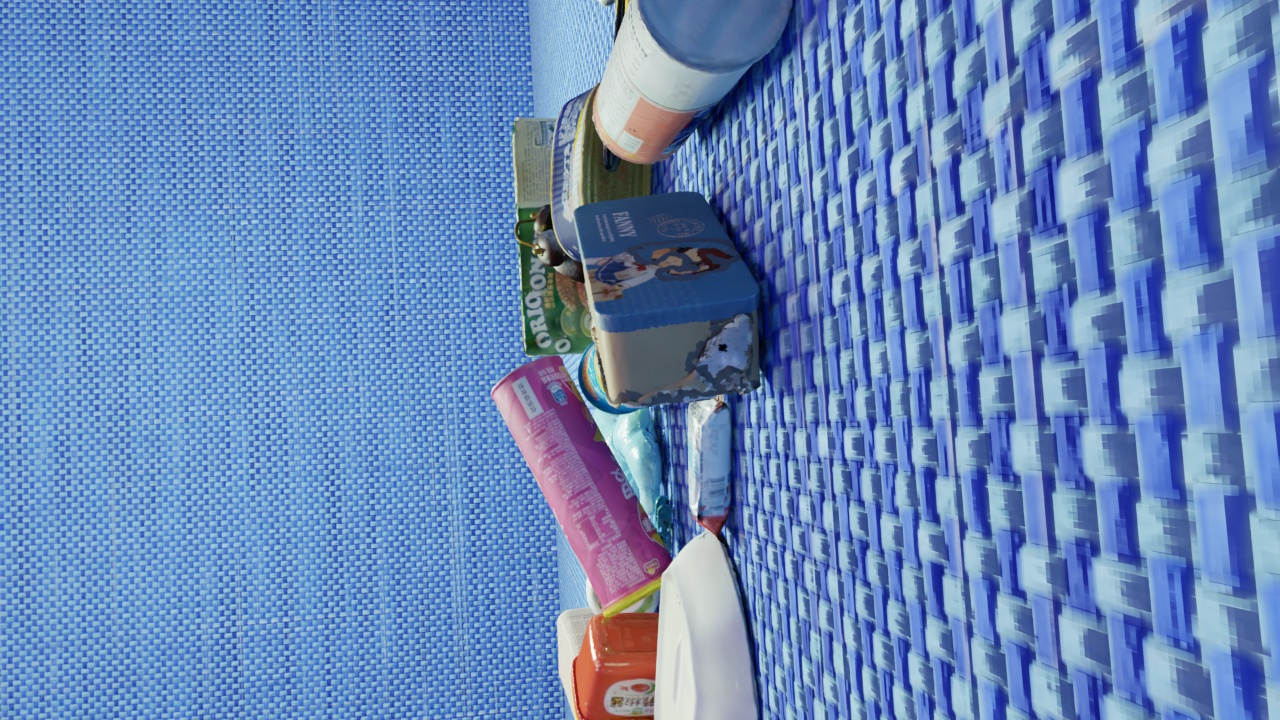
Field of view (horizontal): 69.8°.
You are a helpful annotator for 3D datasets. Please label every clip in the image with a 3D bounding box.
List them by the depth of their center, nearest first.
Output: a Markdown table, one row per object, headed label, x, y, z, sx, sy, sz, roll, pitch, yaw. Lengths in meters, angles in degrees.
| label | x | y | z | sx | sy | sz | roll | pitch | yaw |
| --- | --- | --- | --- | --- | --- | --- | --- | --- | --- |
| clip | 0.019 | 0.142 | 0.784 | 0.042 | 0.014 | 0.056 | -114 | 23 | -65 |

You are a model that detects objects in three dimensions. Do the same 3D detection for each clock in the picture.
| label | x | y | z | sx | sy | sz | roll | pitch | yaw |
| --- | --- | --- | --- | --- | --- | --- | --- | --- | --- |
| clock | -0.058 | -0.115 | 0.864 | 0.082 | 0.122 | 0.055 | -102 | 25 | -50 |

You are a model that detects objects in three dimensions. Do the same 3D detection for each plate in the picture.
| label | x | y | z | sx | sy | sz | roll | pitch | yaw |
| --- | --- | --- | --- | --- | --- | --- | --- | --- | --- |
| plate | 0.037 | 0.241 | 0.627 | 0.161 | 0.034 | 0.266 | -107 | 17 | -59 |

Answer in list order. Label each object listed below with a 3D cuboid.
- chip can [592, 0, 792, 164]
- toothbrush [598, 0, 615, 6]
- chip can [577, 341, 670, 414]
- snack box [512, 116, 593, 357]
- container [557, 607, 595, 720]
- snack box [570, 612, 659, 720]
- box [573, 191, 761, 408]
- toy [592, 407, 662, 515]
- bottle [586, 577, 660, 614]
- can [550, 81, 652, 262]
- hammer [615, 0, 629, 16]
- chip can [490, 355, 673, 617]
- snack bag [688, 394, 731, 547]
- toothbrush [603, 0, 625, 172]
| label | x | y | z | sx | sy | sz | roll | pitch | yaw |
| --- | --- | --- | --- | --- | --- | --- | --- | --- | --- |
| chip can | 0.017 | -0.163 | 0.506 | 0.215 | 0.071 | 0.071 | -176 | 83 | -81 |
| toothbrush | 0.009 | -0.275 | 0.538 | 0.020 | 0.029 | 0.190 | 61 | 152 | 9 |
| chip can | -0.004 | 0.004 | 0.700 | 0.210 | 0.071 | 0.071 | 153 | 114 | -80 |
| snack box | -0.069 | -0.125 | 0.944 | 0.063 | 0.114 | 0.240 | -171 | 78 | -81 |
| container | -0.034 | 0.322 | 0.953 | 0.111 | 0.090 | 0.090 | -131 | 39 | -71 |
| snack box | -0.008 | 0.252 | 0.754 | 0.082 | 0.091 | 0.080 | -108 | 24 | -58 |
| box | 0.010 | -0.044 | 0.532 | 0.184 | 0.089 | 0.061 | -109 | 12 | -58 |
| toy | -0.014 | 0.091 | 0.869 | 0.157 | 0.049 | 0.161 | 106 | 153 | -44 |
| bottle | -0.022 | 0.222 | 0.916 | 0.197 | 0.068 | 0.068 | 116 | 151 | -79 |
| can | -0.033 | -0.156 | 0.763 | 0.049 | 0.074 | 0.148 | -10 | 76 | 49 |
| hammer | 0.014 | -0.251 | 0.626 | 0.300 | 0.033 | 0.129 | -131 | 39 | -77 |
| chip can | -0.047 | 0.100 | 0.758 | 0.210 | 0.071 | 0.071 | 60 | 163 | 16 |
| snack bag | 0.042 | 0.061 | 0.561 | 0.048 | 0.026 | 0.104 | -142 | 50 | -71 |
| toothbrush | -0.016 | -0.215 | 0.670 | 0.181 | 0.015 | 0.018 | 97 | 159 | -45 |
